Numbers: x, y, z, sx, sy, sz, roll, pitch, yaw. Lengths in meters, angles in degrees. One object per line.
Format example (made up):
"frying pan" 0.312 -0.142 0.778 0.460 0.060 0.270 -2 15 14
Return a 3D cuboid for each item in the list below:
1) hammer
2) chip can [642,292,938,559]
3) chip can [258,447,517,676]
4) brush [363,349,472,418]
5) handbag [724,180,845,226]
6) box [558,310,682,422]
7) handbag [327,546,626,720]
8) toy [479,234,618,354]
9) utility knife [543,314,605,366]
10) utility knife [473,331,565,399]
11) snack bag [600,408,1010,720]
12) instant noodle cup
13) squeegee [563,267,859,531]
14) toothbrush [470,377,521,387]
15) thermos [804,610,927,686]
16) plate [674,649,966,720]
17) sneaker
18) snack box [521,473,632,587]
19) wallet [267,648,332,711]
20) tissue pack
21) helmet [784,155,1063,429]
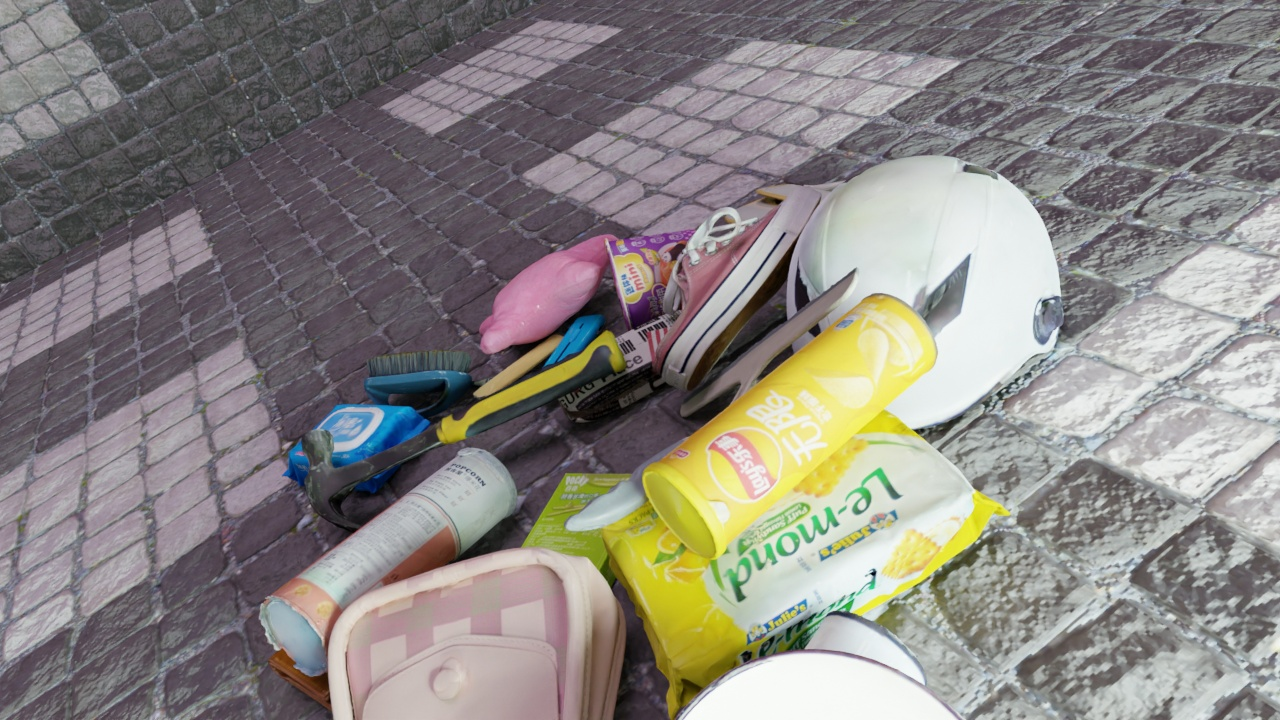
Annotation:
"hammer" -0.163 0.062 0.851 0.323 0.032 0.126 -25 59 4
"chip can" 0.102 0.039 0.610 0.213 0.072 0.072 -37 34 -22
"chip can" -0.189 0.150 0.721 0.071 0.071 0.214 0 24 34
"brush" -0.244 0.028 0.999 0.144 0.055 0.073 -6 75 31
"handbag" 0.200 -0.160 0.980 0.178 0.063 0.163 -34 34 -22
"box" -0.004 0.010 0.887 0.164 0.064 0.074 -29 58 -5
"handbag" -0.106 0.243 0.566 0.194 0.093 0.233 -19 48 19
"toy" -0.102 -0.079 1.039 0.194 0.074 0.178 -36 14 2
"utility knife" -0.080 0.000 0.953 0.034 0.018 0.165 3 35 22
"utility knife" -0.124 0.003 0.975 0.031 0.018 0.151 1 23 37
"snack bag" 0.098 0.121 0.621 0.246 0.068 0.158 -29 31 -6
"instant noodle cup" 0.022 -0.084 0.945 0.099 0.112 0.111 -15 32 1
"squeegee" 0.036 0.058 0.670 0.245 0.039 0.247 -39 -2 -39
"toothbrush" -0.156 0.022 0.989 0.192 0.018 0.016 -1 40 34
"thermos" 0.064 0.237 0.478 0.073 0.073 0.223 13 48 45
"plate" 0.086 0.232 0.417 0.192 0.039 0.192 5 60 -9
"sneaker" 0.077 -0.082 0.836 0.088 0.118 0.240 34 70 15
"snack box" -0.054 0.152 0.719 0.086 0.026 0.156 -3 38 31
"wallet" -0.212 0.213 0.725 0.119 0.035 0.130 13 41 39
"tissue pack" -0.300 0.088 0.957 0.157 0.052 0.094 -2 38 32
"helmet" 0.221 -0.079 0.758 0.229 0.146 0.257 3 41 37
